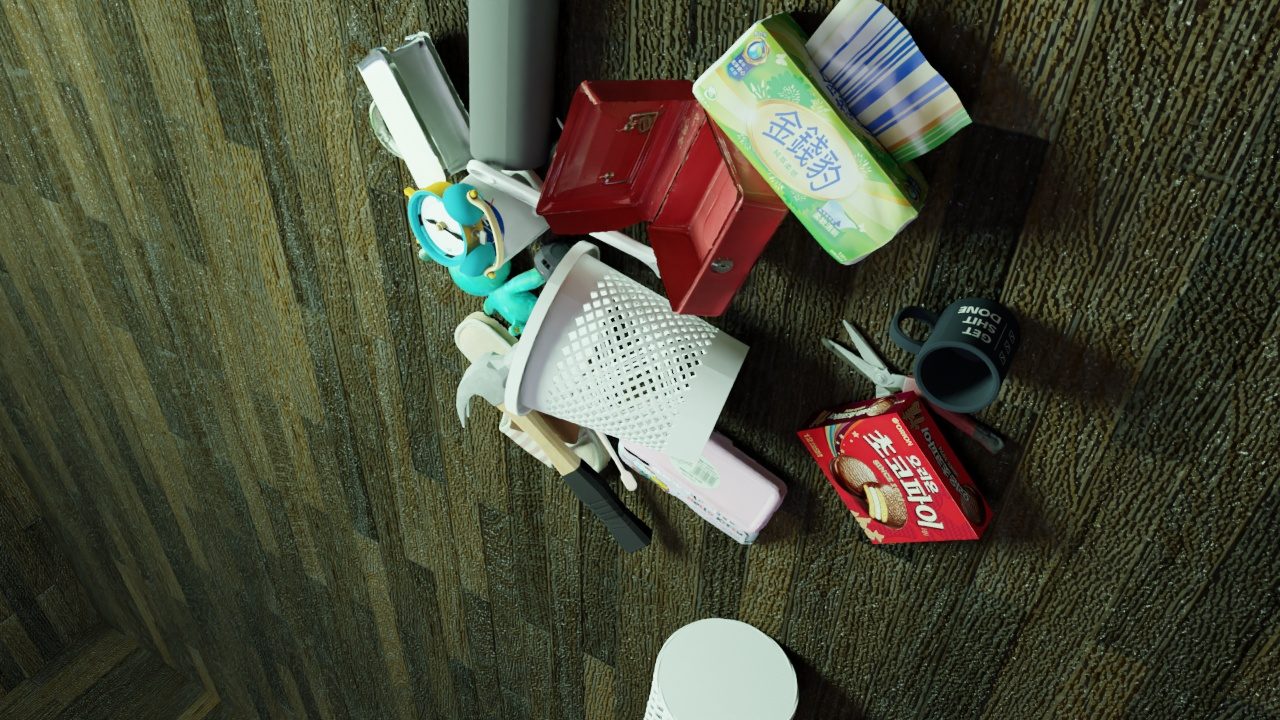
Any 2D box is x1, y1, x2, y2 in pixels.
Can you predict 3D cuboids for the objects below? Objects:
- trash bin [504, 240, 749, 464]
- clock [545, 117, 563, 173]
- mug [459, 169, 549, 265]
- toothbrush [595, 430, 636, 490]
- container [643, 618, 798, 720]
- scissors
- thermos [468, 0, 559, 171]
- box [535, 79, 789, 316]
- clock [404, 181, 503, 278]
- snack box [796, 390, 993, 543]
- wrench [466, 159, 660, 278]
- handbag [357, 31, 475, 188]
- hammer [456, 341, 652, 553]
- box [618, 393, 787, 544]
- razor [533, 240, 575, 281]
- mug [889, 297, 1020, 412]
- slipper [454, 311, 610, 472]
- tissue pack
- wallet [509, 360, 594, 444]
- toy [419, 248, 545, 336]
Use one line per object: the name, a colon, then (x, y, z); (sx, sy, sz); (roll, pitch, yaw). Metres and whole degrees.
trash bin: (-0.006, 0.006, 0.950); (0.199, 0.194, 0.196); (24, 134, 6)
clock: (-0.050, -0.183, 0.925); (0.091, 0.042, 0.121); (18, 131, 25)
mug: (-0.142, -0.164, 0.972); (0.122, 0.090, 0.090); (-30, 102, 44)
toothbrush: (-0.054, 0.081, 1.129); (0.181, 0.015, 0.018); (59, 176, 2)
container: (0.099, 0.473, 1.213); (0.189, 0.188, 0.187); (24, 132, 19)
scissors: (0.264, 0.045, 0.891); (0.185, 0.015, 0.179); (9, 126, 32)
thermos: (-0.118, -0.303, 0.855); (0.082, 0.081, 0.241); (25, 134, 18)
box: (0.028, -0.136, 0.806); (0.170, 0.156, 0.157); (55, 143, 24)
clock: (-0.188, -0.135, 0.931); (0.130, 0.043, 0.099); (19, 132, 33)
snack box: (0.252, 0.111, 0.919); (0.152, 0.035, 0.133); (54, 146, -11)
wrench: (-0.047, -0.133, 0.915); (0.273, 0.018, 0.066); (26, 170, -6)
handbag: (-0.245, -0.267, 1.000); (0.176, 0.073, 0.151); (6, 126, 56)
hammer: (-0.095, 0.120, 1.126); (0.131, 0.039, 0.328); (-28, 116, 24)
box: (0.061, 0.139, 1.078); (0.201, 0.066, 0.154); (34, 136, 11)
razor: (-0.092, -0.104, 0.968); (0.052, 0.142, 0.047); (-40, 96, 6)
mug: (0.269, -0.013, 0.798); (0.105, 0.077, 0.071); (29, 135, 15)
slipper: (-0.146, 0.054, 1.171); (0.263, 0.052, 0.115); (49, 135, -5)
tissue pack: (0.162, -0.195, 0.720); (0.197, 0.120, 0.142); (45, 122, -10)
wallet: (-0.108, 0.044, 1.110); (0.087, 0.013, 0.121); (14, 120, -2)
toy: (-0.165, -0.081, 1.074); (0.193, 0.072, 0.131); (44, 137, -14)
